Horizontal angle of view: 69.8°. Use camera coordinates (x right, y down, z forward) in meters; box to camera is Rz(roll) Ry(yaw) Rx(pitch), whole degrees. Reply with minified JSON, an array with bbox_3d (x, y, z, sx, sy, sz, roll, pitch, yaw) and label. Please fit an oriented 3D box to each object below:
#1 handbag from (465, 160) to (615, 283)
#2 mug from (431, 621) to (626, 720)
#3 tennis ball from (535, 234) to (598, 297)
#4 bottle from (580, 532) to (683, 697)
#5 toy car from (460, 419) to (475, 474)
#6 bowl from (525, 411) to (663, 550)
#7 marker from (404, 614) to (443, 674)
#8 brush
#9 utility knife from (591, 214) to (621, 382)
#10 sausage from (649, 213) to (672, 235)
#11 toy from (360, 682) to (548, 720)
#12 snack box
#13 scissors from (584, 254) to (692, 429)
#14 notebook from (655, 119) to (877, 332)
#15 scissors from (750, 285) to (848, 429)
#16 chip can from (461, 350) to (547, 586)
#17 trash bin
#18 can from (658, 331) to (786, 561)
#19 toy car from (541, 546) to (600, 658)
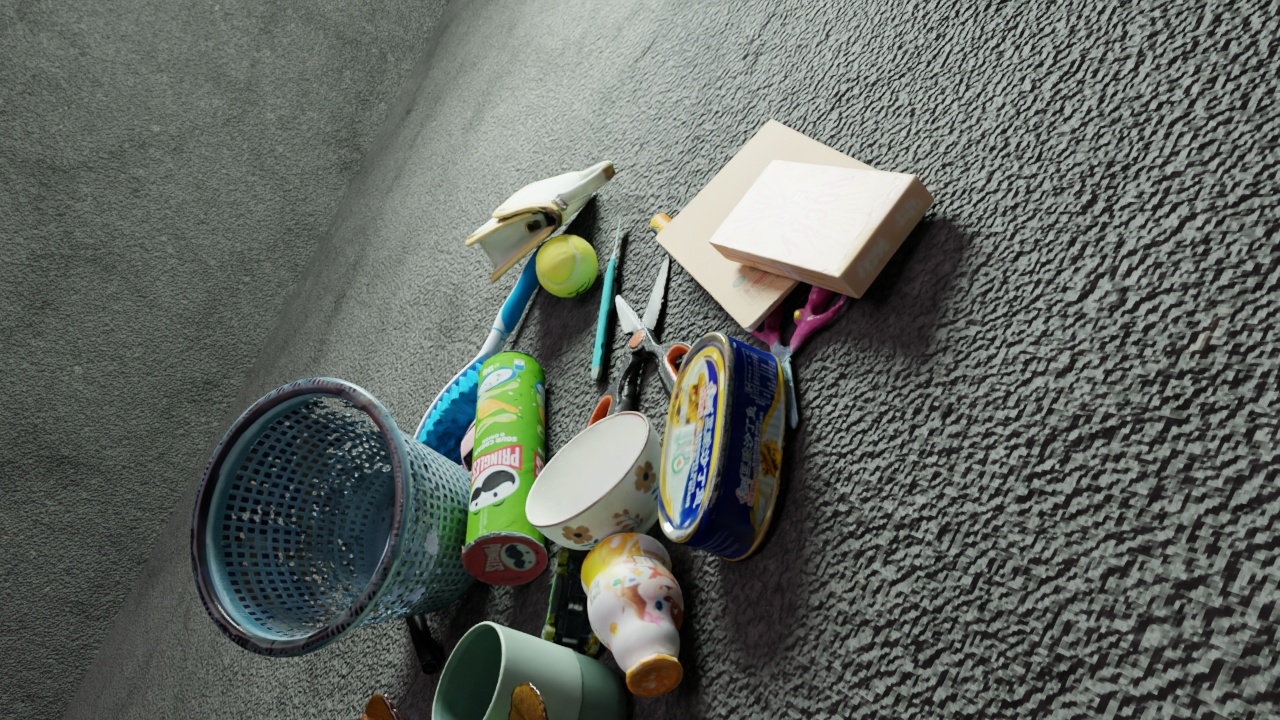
[{"bbox_3d":[-0.099,-0.173,1.008,0.179,0.063,0.163,-33,14,22],"label":"handbag"},{"bbox_3d":[-0.079,0.235,0.612,0.112,0.106,0.082,-39,36,34],"label":"mug"},{"bbox_3d":[-0.077,-0.098,0.955,0.066,0.065,0.065,-39,35,34],"label":"tennis ball"},{"bbox_3d":[-0.002,0.164,0.597,0.063,0.063,0.108,-50,30,19],"label":"bottle"},{"bbox_3d":[-0.162,0.098,0.946,0.056,0.037,0.122,-50,31,21],"label":"toy car"},{"bbox_3d":[-0.023,0.098,0.677,0.114,0.062,0.113,-33,21,14],"label":"bowl"},{"bbox_3d":[-0.218,0.263,0.905,0.022,0.020,0.132,-45,28,-5],"label":"marker"},{"bbox_3d":[-0.174,0.003,1.040,0.314,0.060,0.109,-56,25,3],"label":"brush"},{"bbox_3d":[-0.031,-0.063,0.899,0.029,0.013,0.209,112,167,-55],"label":"utility knife"},{"bbox_3d":[0.039,-0.103,0.817,0.021,0.021,0.165,-55,28,10],"label":"sausage"},{"bbox_3d":[-0.094,0.307,0.504,0.227,0.090,0.246,-15,79,18],"label":"toy"},{"bbox_3d":[0.119,-0.096,0.638,0.084,0.026,0.157,-52,31,-6],"label":"snack box"},{"bbox_3d":[0.008,-0.001,0.783,0.222,0.021,0.220,2,61,57],"label":"scissors"},{"bbox_3d":[0.096,-0.115,0.725,0.148,0.008,0.207,-45,30,6],"label":"notebook"},{"bbox_3d":[0.097,-0.008,0.645,0.133,0.017,0.128,-60,30,6],"label":"scissors"},{"bbox_3d":[-0.123,0.091,0.851,0.072,0.072,0.235,-44,32,28],"label":"chip can"},{"bbox_3d":[-0.244,0.147,0.826,0.227,0.195,0.226,-7,72,22],"label":"trash bin"},{"bbox_3d":[0.054,0.055,0.608,0.075,0.049,0.148,-27,47,53],"label":"can"},{"bbox_3d":[-0.049,0.181,0.678,0.036,0.043,0.091,134,149,-72],"label":"toy car"}]
